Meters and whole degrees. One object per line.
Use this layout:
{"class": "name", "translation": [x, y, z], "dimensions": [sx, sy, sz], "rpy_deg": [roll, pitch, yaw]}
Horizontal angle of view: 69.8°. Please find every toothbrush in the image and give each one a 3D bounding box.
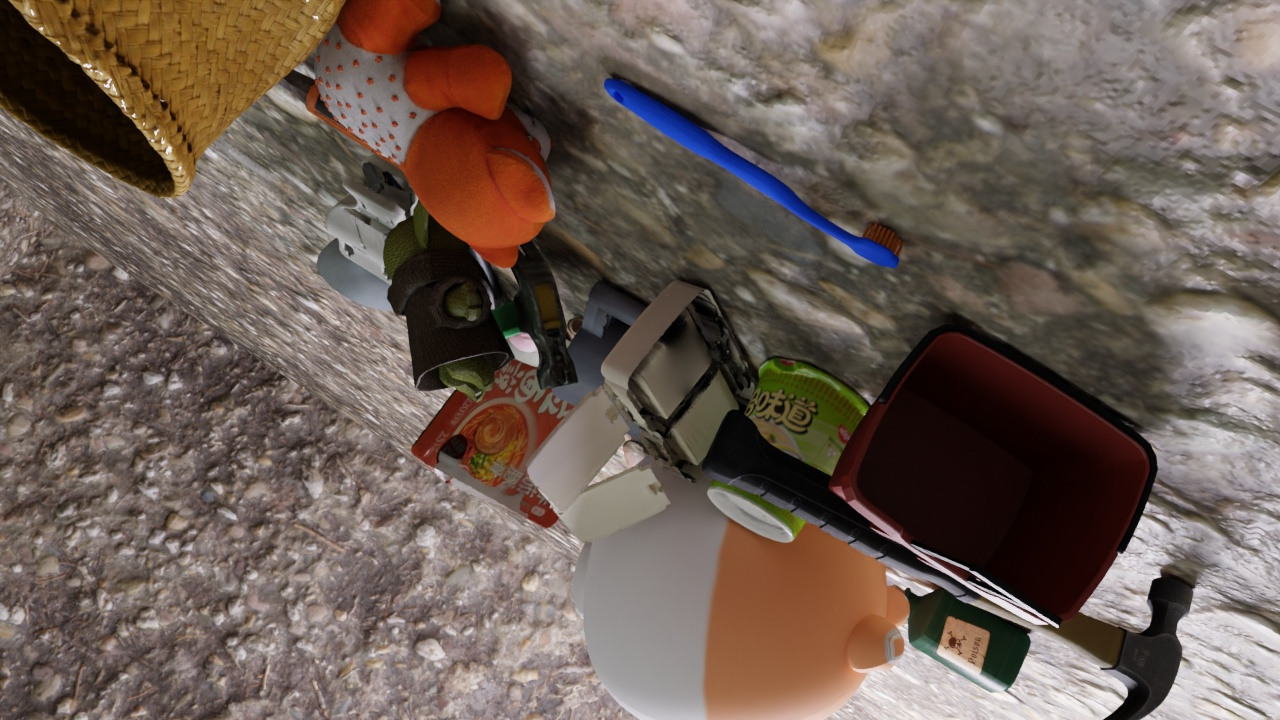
{"class": "toothbrush", "translation": [0.057, -0.101, 0.480], "dimensions": [0.182, 0.018, 0.016], "rpy_deg": [34, 162, 8]}

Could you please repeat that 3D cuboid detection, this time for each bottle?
{"class": "bottle", "translation": [0.301, 0.261, 0.893], "dimensions": [0.131, 0.061, 0.061], "rpy_deg": [30, 159, 12]}

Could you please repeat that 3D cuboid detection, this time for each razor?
{"class": "razor", "translation": [-0.144, -0.074, 0.872], "dimensions": [0.043, 0.022, 0.144], "rpy_deg": [20, 153, 13]}

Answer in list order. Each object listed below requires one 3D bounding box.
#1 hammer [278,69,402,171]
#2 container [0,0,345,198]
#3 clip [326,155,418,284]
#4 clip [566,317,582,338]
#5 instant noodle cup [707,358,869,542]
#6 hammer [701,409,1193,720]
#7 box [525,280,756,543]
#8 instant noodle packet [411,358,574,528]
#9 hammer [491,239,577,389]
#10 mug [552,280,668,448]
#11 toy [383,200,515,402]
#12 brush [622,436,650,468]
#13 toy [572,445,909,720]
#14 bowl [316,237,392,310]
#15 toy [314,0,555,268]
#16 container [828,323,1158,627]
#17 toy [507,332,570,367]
{"class": "hammer", "translation": [-0.229, -0.185, 0.714], "dimensions": [0.314, 0.035, 0.138], "rpy_deg": [33, 161, 3]}
{"class": "container", "translation": [-0.278, -0.245, 0.398], "dimensions": [0.307, 0.196, 0.307], "rpy_deg": [29, 162, 10]}
{"class": "clip", "translation": [-0.219, -0.128, 0.835], "dimensions": [0.126, 0.095, 0.153], "rpy_deg": [29, 141, 9]}
{"class": "clip", "translation": [-0.041, -0.015, 0.838], "dimensions": [0.061, 0.024, 0.041], "rpy_deg": [49, 157, -28]}
{"class": "instant noodle cup", "translation": [0.106, 0.070, 0.674], "dimensions": [0.099, 0.107, 0.099], "rpy_deg": [29, 162, 10]}
{"class": "hammer", "translation": [0.195, 0.130, 0.596], "dimensions": [0.333, 0.117, 0.025], "rpy_deg": [27, 159, 1]}
{"class": "box", "translation": [0.002, 0.045, 0.671], "dimensions": [0.050, 0.183, 0.143], "rpy_deg": [27, 158, 41]}
{"class": "instant noodle packet", "translation": [-0.120, 0.086, 1.001], "dimensions": [0.221, 0.164, 0.084], "rpy_deg": [17, 154, 42]}
{"class": "hammer", "translation": [-0.140, -0.029, 0.833], "dimensions": [0.319, 0.032, 0.130], "rpy_deg": [-12, 92, 64]}
{"class": "mug", "translation": [-0.005, 0.004, 0.761], "dimensions": [0.104, 0.083, 0.124], "rpy_deg": [29, 134, 11]}
{"class": "toy", "translation": [-0.155, -0.043, 0.729], "dimensions": [0.180, 0.078, 0.152], "rpy_deg": [-38, 68, 63]}
{"class": "brush", "translation": [0.036, 0.131, 1.020], "dimensions": [0.083, 0.056, 0.271], "rpy_deg": [23, 160, 20]}
{"class": "toy", "translation": [0.086, 0.203, 0.798], "dimensions": [0.281, 0.265, 0.262], "rpy_deg": [8, -178, 18]}
{"class": "bowl", "translation": [-0.271, -0.098, 0.937], "dimensions": [0.106, 0.039, 0.106], "rpy_deg": [26, -154, -14]}
{"class": "toy", "translation": [-0.116, -0.143, 0.561], "dimensions": [0.172, 0.092, 0.164], "rpy_deg": [49, 157, -6]}
{"class": "container", "translation": [0.187, 0.063, 0.490], "dimensions": [0.148, 0.127, 0.201], "rpy_deg": [33, 171, 4]}
{"class": "toy", "translation": [-0.094, -0.008, 0.919], "dimensions": [0.079, 0.038, 0.122], "rpy_deg": [17, 166, 29]}
